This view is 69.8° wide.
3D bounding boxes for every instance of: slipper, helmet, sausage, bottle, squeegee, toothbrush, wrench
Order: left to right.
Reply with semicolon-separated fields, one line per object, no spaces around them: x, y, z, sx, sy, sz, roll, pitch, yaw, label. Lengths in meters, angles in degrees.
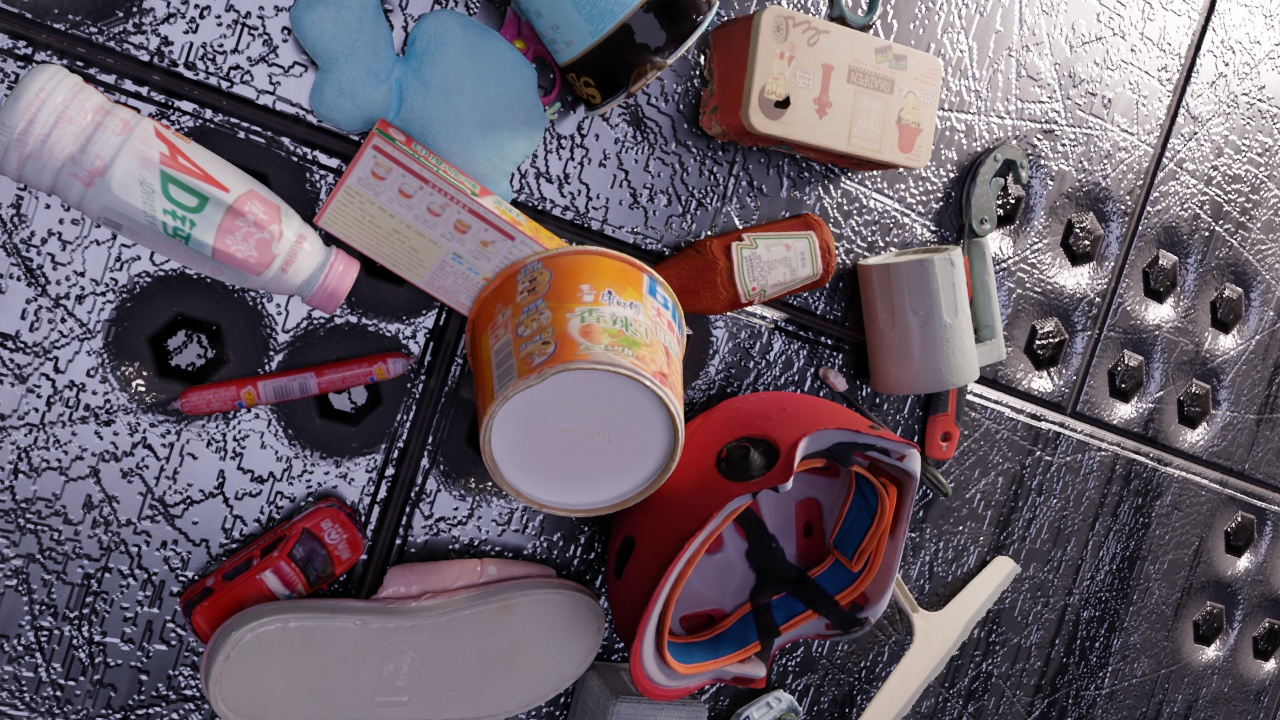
-0.262;-0.089;0.536;0.197;0.068;0.068;31;86;-26;bottle
-0.220;0.015;0.591;0.155;0.020;0.020;-11;102;-19;sausage
-0.150;0.191;0.623;0.273;0.054;0.114;4;104;-32;slipper
0.040;-0.058;0.661;0.205;0.060;0.060;-16;103;-16;bottle
0.067;0.116;0.644;0.239;0.144;0.207;-19;129;-22;helmet
0.197;0.146;0.764;0.245;0.039;0.246;-35;104;-32;squeegee
0.209;0.063;0.768;0.181;0.018;0.015;42;79;-23;toothbrush
0.278;-0.049;0.778;0.056;0.016;0.273;10;94;-22;wrench

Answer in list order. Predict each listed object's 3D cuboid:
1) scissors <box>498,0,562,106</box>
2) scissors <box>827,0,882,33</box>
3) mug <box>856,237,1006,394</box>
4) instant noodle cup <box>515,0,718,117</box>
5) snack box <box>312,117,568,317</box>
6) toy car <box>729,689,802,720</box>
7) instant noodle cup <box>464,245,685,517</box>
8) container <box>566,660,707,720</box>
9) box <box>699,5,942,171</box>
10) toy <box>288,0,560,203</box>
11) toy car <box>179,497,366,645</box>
-0.076;-0.237;0.613;0.063;0.017;0.135;5;93;-18;scissors
0.088;-0.286;0.651;0.169;0.019;0.173;-36;95;-10;scissors
0.234;-0.038;0.728;0.123;0.084;0.103;-16;101;-22;mug
-0.030;-0.236;0.575;0.111;0.111;0.120;-47;114;-9;instant noodle cup
-0.121;-0.078;0.593;0.155;0.027;0.077;33;116;-22;snack box
0.089;0.300;0.744;0.090;0.043;0.034;-26;79;-19;toy car
-0.039;0.019;0.581;0.151;0.111;0.152;-3;125;-4;instant noodle cup
-0.009;0.292;0.680;0.090;0.090;0.114;12;90;-23;container
0.128;-0.190;0.672;0.168;0.079;0.091;5;95;-28;box
-0.129;-0.171;0.579;0.156;0.049;0.161;-8;115;-6;toy
-0.235;0.139;0.592;0.120;0.045;0.053;-36;110;-15;toy car
